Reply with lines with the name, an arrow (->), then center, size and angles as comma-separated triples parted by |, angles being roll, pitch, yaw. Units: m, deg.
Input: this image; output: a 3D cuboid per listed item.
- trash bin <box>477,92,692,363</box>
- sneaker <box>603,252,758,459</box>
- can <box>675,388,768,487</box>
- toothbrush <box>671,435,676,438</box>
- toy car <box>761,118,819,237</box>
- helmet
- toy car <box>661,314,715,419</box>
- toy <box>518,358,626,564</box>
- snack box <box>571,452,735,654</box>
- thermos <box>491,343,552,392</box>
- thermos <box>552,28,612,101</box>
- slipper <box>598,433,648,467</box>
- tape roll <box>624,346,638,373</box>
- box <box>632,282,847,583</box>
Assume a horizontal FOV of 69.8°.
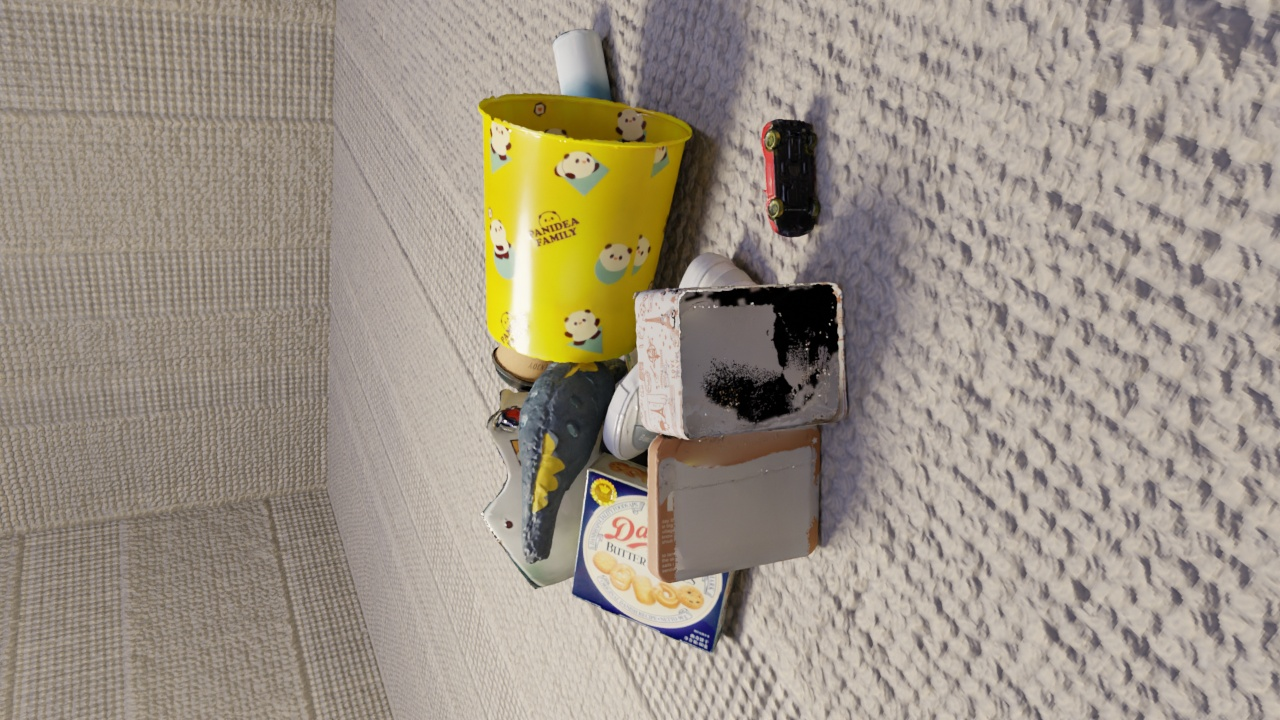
trash bin -> -0.075, -0.149, 1.033 | 0.229, 0.229, 0.256 | 44, 132, 51
sneaker -> 0.050, 0.013, 0.951 | 0.091, 0.089, 0.242 | 39, 108, 35
can -> 0.083, 0.083, 0.944 | 0.111, 0.075, 0.075 | -55, 48, 51
toothbrush -> 0.049, 0.135, 1.084 | 0.017, 0.015, 0.190 | -13, 84, 56
toy car -> 0.133, -0.164, 0.830 | 0.031, 0.049, 0.106 | 0, 95, 63
helmet -> -0.099, 0.156, 1.204 | 0.230, 0.157, 0.273 | 71, -167, -49
toy car -> 0.044, 0.015, 1.046 | 0.158, 0.042, 0.070 | 62, 146, 32
toy -> -0.078, 0.066, 1.046 | 0.355, 0.091, 0.138 | -66, -30, -55
snack box -> 0.017, 0.214, 1.025 | 0.178, 0.045, 0.183 | 17, 116, 20
thermos -> -0.157, -0.031, 1.353 | 0.143, 0.093, 0.093 | -59, 42, 26
thermos -> -0.064, -0.304, 1.162 | 0.070, 0.070, 0.220 | -23, 74, 61
slipper -> 0.004, 0.177, 1.112 | 0.110, 0.083, 0.268 | -46, -43, -68
tape roll -> -0.007, 0.007, 1.132 | 0.086, 0.014, 0.086 | 163, 91, -84
box -> 0.091, 0.063, 0.819 | 0.082, 0.176, 0.261 | 8, 101, 62
